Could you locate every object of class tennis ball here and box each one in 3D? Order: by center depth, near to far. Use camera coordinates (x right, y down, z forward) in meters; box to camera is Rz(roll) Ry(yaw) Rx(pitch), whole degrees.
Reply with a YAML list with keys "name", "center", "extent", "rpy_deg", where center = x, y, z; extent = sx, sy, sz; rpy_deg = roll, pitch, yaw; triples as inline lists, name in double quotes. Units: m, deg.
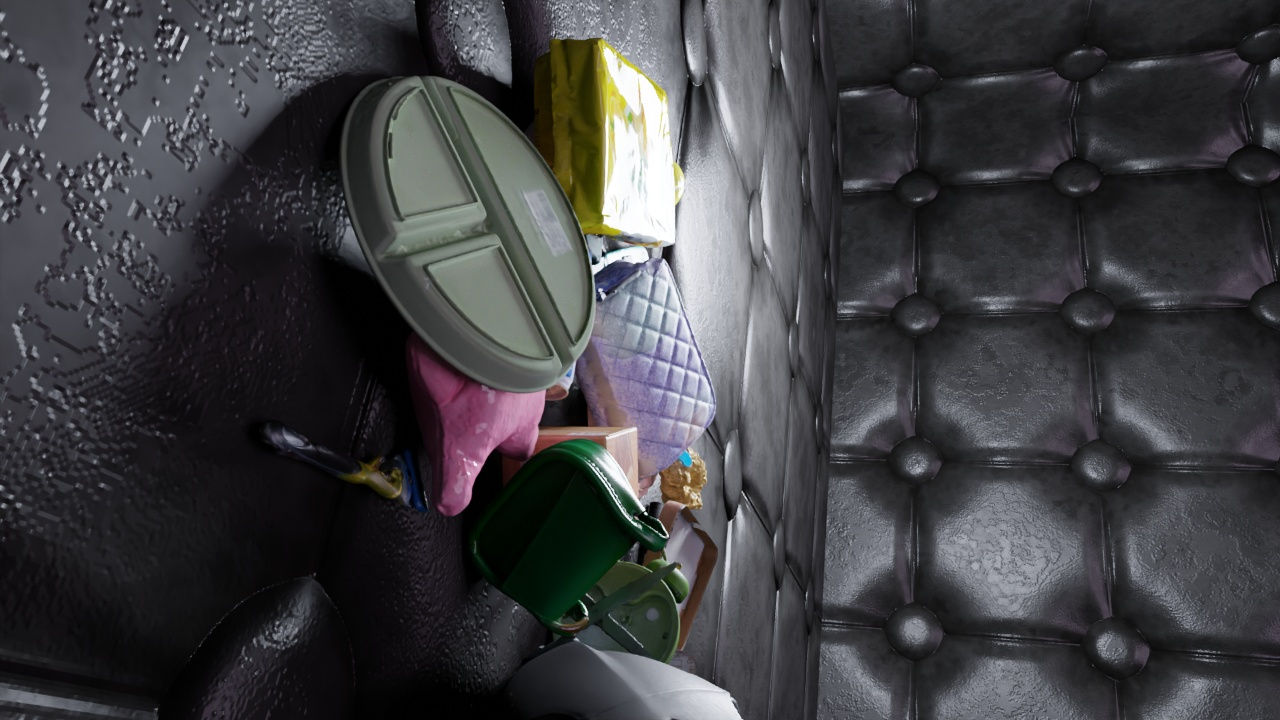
- name: "tennis ball"
  center: [0.018, -0.201, 1.043]
  extent: [0.065, 0.065, 0.065]
  rpy_deg: [0, 89, -71]

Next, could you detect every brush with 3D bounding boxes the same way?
- name: "brush"
  center: [0.033, 0.074, 1.026]
  extent: [0.082, 0.046, 0.255]
  rpy_deg: [-57, 143, -46]

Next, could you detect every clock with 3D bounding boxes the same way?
- name: "clock"
  center: [-0.017, 0.236, 0.859]
  extent: [0.056, 0.116, 0.161]
  rpy_deg: [79, 21, -60]

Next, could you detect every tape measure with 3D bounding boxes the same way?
- name: "tape measure"
  center: [-0.052, -0.126, 0.897]
  extent: [0.054, 0.025, 0.058]
  rpy_deg: [33, 58, -69]

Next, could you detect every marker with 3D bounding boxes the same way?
- name: "marker"
  center: [0.011, 0.232, 1.088]
  extent: [0.022, 0.020, 0.131]
  rpy_deg: [101, -3, -63]

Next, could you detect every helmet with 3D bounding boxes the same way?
- name: "helmet"
  center: [-0.042, 0.319, 0.610]
  extent: [0.273, 0.230, 0.234]
  rpy_deg: [-23, 120, -45]

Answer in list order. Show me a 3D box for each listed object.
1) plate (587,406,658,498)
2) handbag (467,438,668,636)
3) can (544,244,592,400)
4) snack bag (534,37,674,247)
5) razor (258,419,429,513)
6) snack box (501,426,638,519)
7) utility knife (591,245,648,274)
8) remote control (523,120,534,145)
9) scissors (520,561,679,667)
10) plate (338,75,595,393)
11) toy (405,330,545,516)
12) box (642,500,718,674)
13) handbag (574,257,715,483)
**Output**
- name: "plate"
  center: [-0.007, 0.046, 1.027]
  extent: [0.229, 0.028, 0.229]
  rpy_deg: [-1, 90, -72]
- name: "handbag"
  center: [-0.056, 0.132, 0.696]
  extent: [0.120, 0.131, 0.068]
  rpy_deg: [45, 15, 8]
- name: "can"
  center: [-0.076, -0.037, 0.780]
  extent: [0.053, 0.053, 0.134]
  rpy_deg: [53, 40, -60]
- name: "snack bag"
  center: [-0.028, -0.186, 0.833]
  extent: [0.246, 0.068, 0.158]
  rpy_deg: [-9, 98, -71]
- name: "razor"
  center: [-0.173, 0.061, 0.537]
  extent: [0.142, 0.022, 0.042]
  rpy_deg: [42, 24, -62]
- name: "snack box"
  center: [-0.057, 0.105, 0.770]
  extent: [0.077, 0.093, 0.094]
  rpy_deg: [-7, 95, -72]
- name: "utility knife"
  center: [-0.021, -0.108, 1.008]
  extent: [0.192, 0.013, 0.029]
  rpy_deg: [-31, 118, -69]
- name: "remote control"
  center: [-0.072, -0.210, 0.845]
  extent: [0.149, 0.021, 0.058]
  rpy_deg: [-66, 150, -52]
- name: "scissors"
  center: [-0.038, 0.204, 0.758]
  extent: [0.014, 0.177, 0.159]
  rpy_deg: [27, 33, -51]
- name: "plate"
  center: [-0.102, -0.089, 0.614]
  extent: [0.230, 0.028, 0.229]
  rpy_deg: [39, 39, -42]
- name: "toy"
  center: [-0.111, 0.000, 0.645]
  extent: [0.194, 0.075, 0.178]
  rpy_deg: [-39, 125, -71]
- name: "box"
  center: [0.012, 0.295, 0.977]
  extent: [0.178, 0.088, 0.261]
  rpy_deg: [58, 37, -58]
- name: "handbag"
  center: [-0.005, 0.005, 0.895]
  extent: [0.133, 0.076, 0.194]
  rpy_deg: [-41, 119, -42]
